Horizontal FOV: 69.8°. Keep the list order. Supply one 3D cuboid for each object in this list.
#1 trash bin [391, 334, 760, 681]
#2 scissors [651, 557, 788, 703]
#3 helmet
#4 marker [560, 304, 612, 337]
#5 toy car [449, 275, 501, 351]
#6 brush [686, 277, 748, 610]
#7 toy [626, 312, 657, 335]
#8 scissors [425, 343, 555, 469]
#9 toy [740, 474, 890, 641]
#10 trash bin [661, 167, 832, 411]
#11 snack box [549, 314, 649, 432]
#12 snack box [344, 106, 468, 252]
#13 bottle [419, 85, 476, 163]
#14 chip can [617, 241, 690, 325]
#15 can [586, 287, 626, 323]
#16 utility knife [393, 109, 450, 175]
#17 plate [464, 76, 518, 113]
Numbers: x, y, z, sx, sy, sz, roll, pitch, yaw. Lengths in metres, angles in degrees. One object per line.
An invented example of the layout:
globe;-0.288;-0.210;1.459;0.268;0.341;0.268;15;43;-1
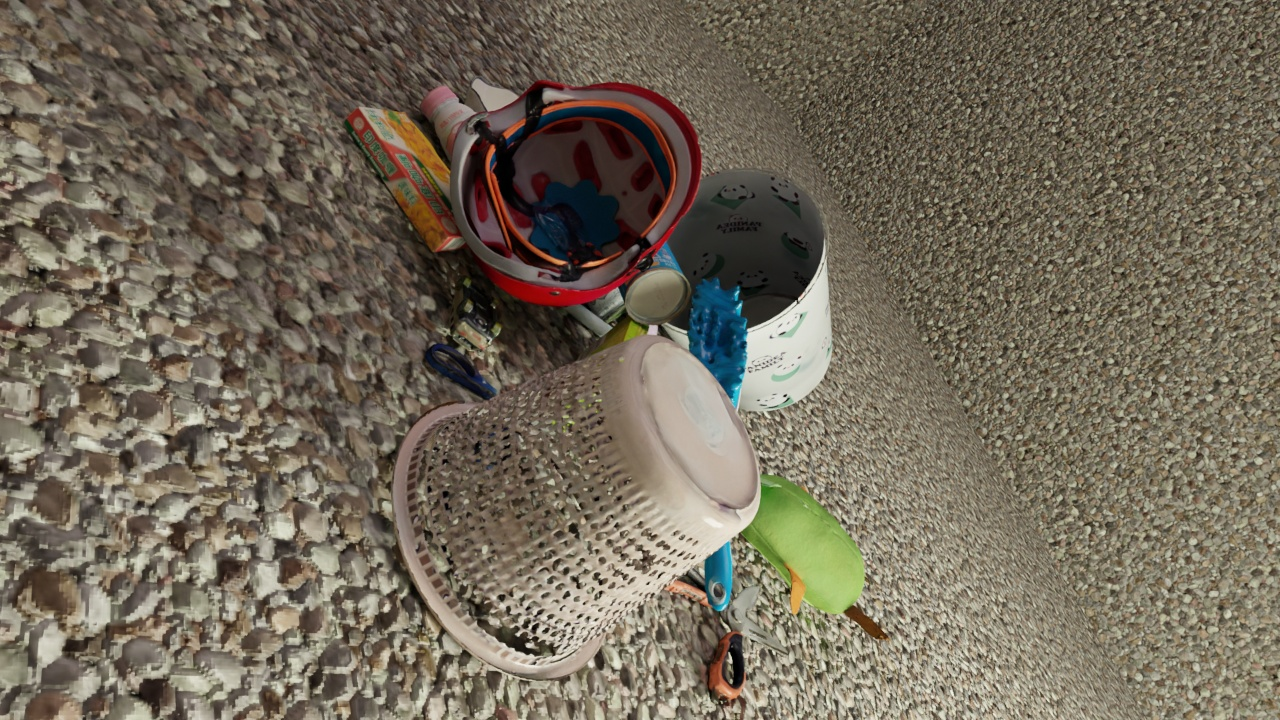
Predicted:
trash bin;-0.031;0.089;0.663;0.227;0.193;0.227;40;31;-31
scissors;0.081;0.252;0.900;0.189;0.015;0.225;53;22;-3
helmet;-0.065;-0.152;0.892;0.207;0.239;0.144;59;-17;12
marker;-0.065;-0.054;1.040;0.130;0.022;0.018;36;-7;-35
toy car;-0.154;-0.044;0.835;0.042;0.035;0.090;42;17;-29
brush;0.076;0.076;0.901;0.109;0.060;0.313;80;11;-60
toy;0.002;-0.057;1.136;0.107;0.039;0.084;-89;171;-48
scissors;-0.124;0.040;0.804;0.162;0.012;0.175;46;22;-21
toy;0.194;0.219;1.070;0.246;0.090;0.226;46;23;-11
trash bin;0.133;-0.069;1.137;0.252;0.230;0.229;57;11;-57
snack box;-0.038;0.009;0.911;0.026;0.086;0.156;48;20;-13
snack box;-0.220;-0.179;0.906;0.156;0.027;0.076;55;23;3
bottle;-0.168;-0.216;1.017;0.197;0.068;0.068;50;23;0
chip can;-0.007;-0.127;1.002;0.071;0.071;0.210;36;20;-36
can;-0.063;-0.117;1.083;0.146;0.058;0.058;55;23;3
utility knife;-0.192;-0.178;0.975;0.219;0.015;0.033;51;25;-7
plate;-0.133;-0.266;1.130;0.205;0.046;0.204;37;18;-15
